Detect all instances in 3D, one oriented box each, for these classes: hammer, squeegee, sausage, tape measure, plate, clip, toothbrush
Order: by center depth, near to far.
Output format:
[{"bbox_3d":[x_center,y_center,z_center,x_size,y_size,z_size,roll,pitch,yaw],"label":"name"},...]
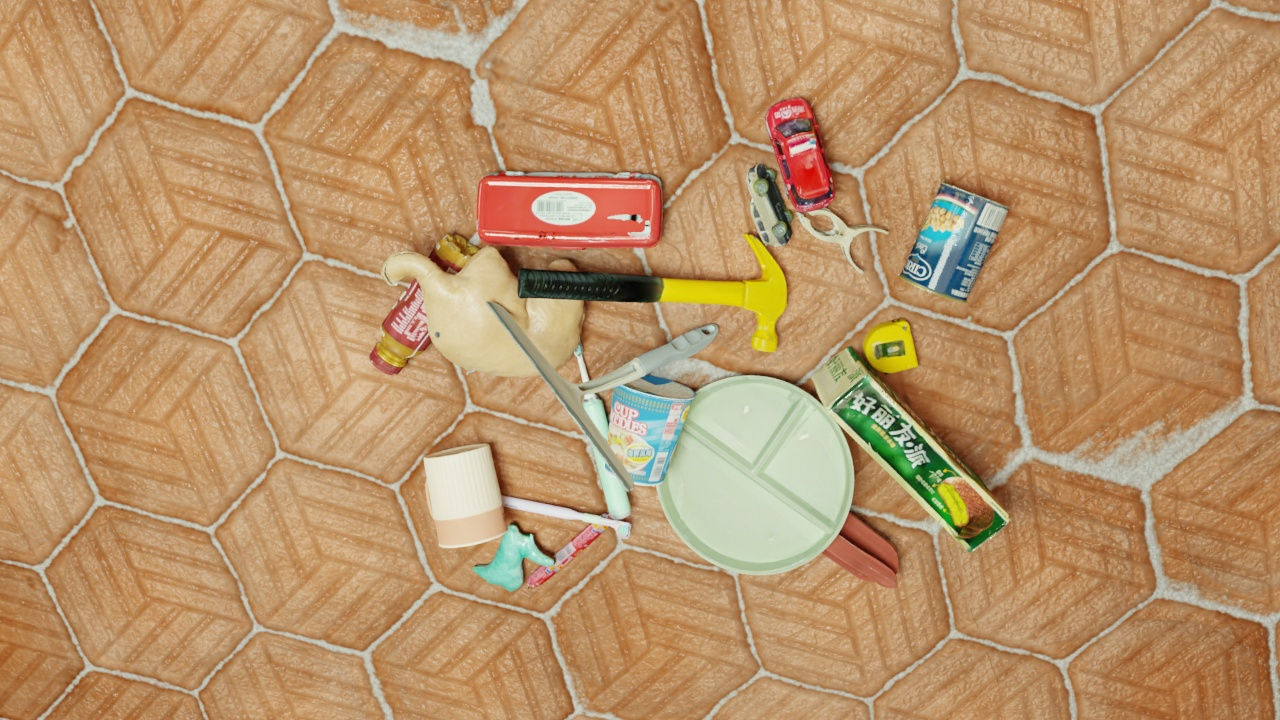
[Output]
[{"bbox_3d":[-0.006,0.006,0.983,0.246,0.245,0.039,51,138,19],"label":"squeegee"},{"bbox_3d":[0.019,-0.077,0.984,0.300,0.033,0.129,1,101,-17],"label":"hammer"},{"bbox_3d":[0.217,-0.143,0.997,0.098,0.034,0.064,25,106,-10],"label":"clip"},{"bbox_3d":[0.282,-0.014,1.036,0.057,0.028,0.060,-15,106,8],"label":"tape measure"},{"bbox_3d":[0.129,0.131,1.055,0.230,0.027,0.230,1,92,19],"label":"plate"},{"bbox_3d":[-0.049,0.079,1.078,0.026,0.027,0.224,-15,98,-7],"label":"toothbrush"},{"bbox_3d":[-0.104,0.186,1.113,0.189,0.021,0.029,11,128,8],"label":"toothbrush"},{"bbox_3d":[-0.087,0.236,1.139,0.156,0.020,0.020,-42,101,14],"label":"sausage"}]

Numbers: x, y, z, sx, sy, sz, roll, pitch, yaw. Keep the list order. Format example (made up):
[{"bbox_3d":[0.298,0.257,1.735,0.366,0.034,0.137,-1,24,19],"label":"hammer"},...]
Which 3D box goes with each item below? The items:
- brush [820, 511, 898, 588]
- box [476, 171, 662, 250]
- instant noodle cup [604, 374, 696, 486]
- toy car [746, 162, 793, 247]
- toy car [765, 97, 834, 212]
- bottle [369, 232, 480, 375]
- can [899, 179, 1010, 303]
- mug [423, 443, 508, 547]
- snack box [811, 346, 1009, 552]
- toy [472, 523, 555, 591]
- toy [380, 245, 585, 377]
[{"bbox_3d":[0.246,0.217,1.089,0.146,0.069,0.063,36,107,-8],"label":"brush"},{"bbox_3d":[-0.076,-0.165,1.006,0.201,0.068,0.090,1,87,2],"label":"box"},{"bbox_3d":[0.005,0.080,1.038,0.099,0.099,0.110,12,101,-1],"label":"instant noodle cup"},{"bbox_3d":[0.136,-0.167,0.988,0.035,0.042,0.090,-14,113,27],"label":"toy car"},{"bbox_3d":[0.168,-0.217,0.958,0.053,0.045,0.120,-18,84,5],"label":"toy car"},{"bbox_3d":[-0.243,-0.060,1.034,0.057,0.057,0.175,37,106,-8],"label":"bottle"},{"bbox_3d":[0.333,-0.126,0.973,0.075,0.075,0.111,19,107,-3],"label":"can"},{"bbox_3d":[-0.217,0.159,1.089,0.115,0.081,0.106,-8,94,45],"label":"mug"},{"bbox_3d":[0.298,0.097,1.025,0.240,0.114,0.063,43,103,-10],"label":"snack box"},{"bbox_3d":[-0.155,0.247,1.138,0.096,0.030,0.092,24,109,9],"label":"toy"},{"bbox_3d":[-0.166,-0.052,0.987,0.225,0.082,0.143,7,96,-27],"label":"toy"}]
